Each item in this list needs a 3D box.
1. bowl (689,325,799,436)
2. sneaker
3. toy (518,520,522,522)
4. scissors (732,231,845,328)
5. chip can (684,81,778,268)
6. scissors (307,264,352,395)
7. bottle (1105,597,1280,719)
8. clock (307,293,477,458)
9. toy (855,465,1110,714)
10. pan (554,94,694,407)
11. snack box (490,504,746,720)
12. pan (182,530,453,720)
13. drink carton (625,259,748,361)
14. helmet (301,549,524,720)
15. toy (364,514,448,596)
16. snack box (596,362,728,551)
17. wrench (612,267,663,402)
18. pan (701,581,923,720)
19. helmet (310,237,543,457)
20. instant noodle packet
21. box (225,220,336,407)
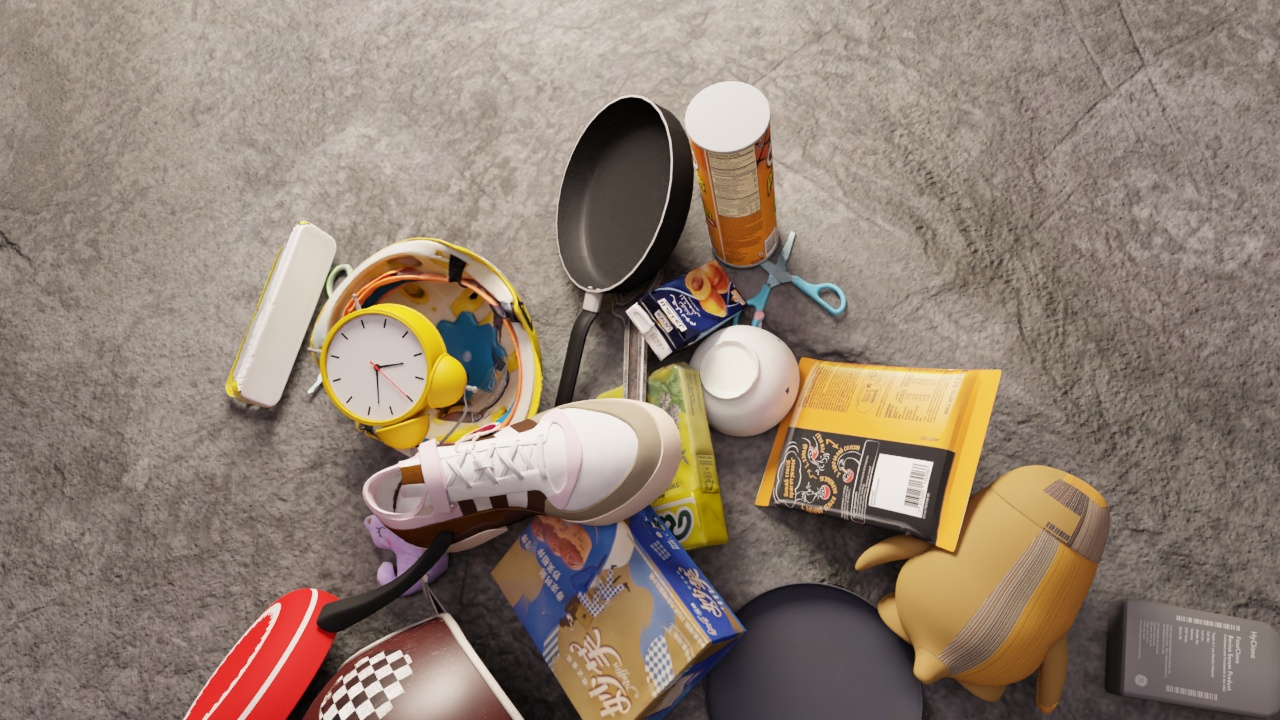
[{"bbox_3d":[0.097,0.015,0.916,0.114,0.063,0.113,-6,74,21],"label":"bowl"},{"bbox_3d":[-0.114,0.091,0.793,0.294,0.116,0.111,-14,69,23],"label":"sneaker"},{"bbox_3d":[-0.151,0.129,0.934,0.100,0.062,0.076,2,92,-9],"label":"toy"},{"bbox_3d":[0.155,-0.073,0.971,0.136,0.015,0.135,19,81,14],"label":"scissors"},{"bbox_3d":[0.094,-0.173,0.898,0.075,0.215,0.075,-4,67,9],"label":"chip can"},{"bbox_3d":[-0.330,-0.035,1.041,0.139,0.028,0.170,28,76,13],"label":"scissors"},{"bbox_3d":[0.506,0.264,0.799,0.174,0.046,0.083,7,76,11],"label":"bottle"},{"bbox_3d":[-0.230,0.015,0.857,0.152,0.052,0.114,43,101,2],"label":"clock"},{"bbox_3d":[0.314,0.180,0.796,0.198,0.162,0.203,37,105,17],"label":"toy"},{"bbox_3d":[-0.036,-0.095,0.958,0.204,0.044,0.356,21,100,53],"label":"pan"},{"bbox_3d":[-0.027,0.219,0.839,0.155,0.069,0.202,-52,59,21],"label":"snack box"},{"bbox_3d":[-0.305,0.256,0.834,0.067,0.208,0.357,40,106,-17],"label":"pan"},{"bbox_3d":[0.049,-0.051,0.919,0.064,0.129,0.040,54,130,5],"label":"drink carton"},{"bbox_3d":[-0.182,0.337,0.806,0.253,0.234,0.233,-35,108,-18],"label":"helmet"},{"bbox_3d":[-0.247,0.191,0.949,0.080,0.036,0.099,-38,74,-4],"label":"toy"},{"bbox_3d":[0.015,0.100,0.896,0.122,0.045,0.180,-21,70,40],"label":"snack box"},{"bbox_3d":[-0.005,0.005,0.909,0.070,0.010,0.272,-31,40,32],"label":"wrench"},{"bbox_3d":[0.083,0.296,0.873,0.357,0.021,0.198,9,76,13],"label":"pan"},{"bbox_3d":[-0.195,-0.008,0.946,0.209,0.139,0.240,-37,93,10],"label":"helmet"},{"bbox_3d":[0.213,0.076,0.854,0.221,0.032,0.159,5,71,49],"label":"instant noodle packet"},{"bbox_3d":[-0.415,-0.054,1.034,0.080,0.079,0.209,10,76,28],"label":"box"}]
